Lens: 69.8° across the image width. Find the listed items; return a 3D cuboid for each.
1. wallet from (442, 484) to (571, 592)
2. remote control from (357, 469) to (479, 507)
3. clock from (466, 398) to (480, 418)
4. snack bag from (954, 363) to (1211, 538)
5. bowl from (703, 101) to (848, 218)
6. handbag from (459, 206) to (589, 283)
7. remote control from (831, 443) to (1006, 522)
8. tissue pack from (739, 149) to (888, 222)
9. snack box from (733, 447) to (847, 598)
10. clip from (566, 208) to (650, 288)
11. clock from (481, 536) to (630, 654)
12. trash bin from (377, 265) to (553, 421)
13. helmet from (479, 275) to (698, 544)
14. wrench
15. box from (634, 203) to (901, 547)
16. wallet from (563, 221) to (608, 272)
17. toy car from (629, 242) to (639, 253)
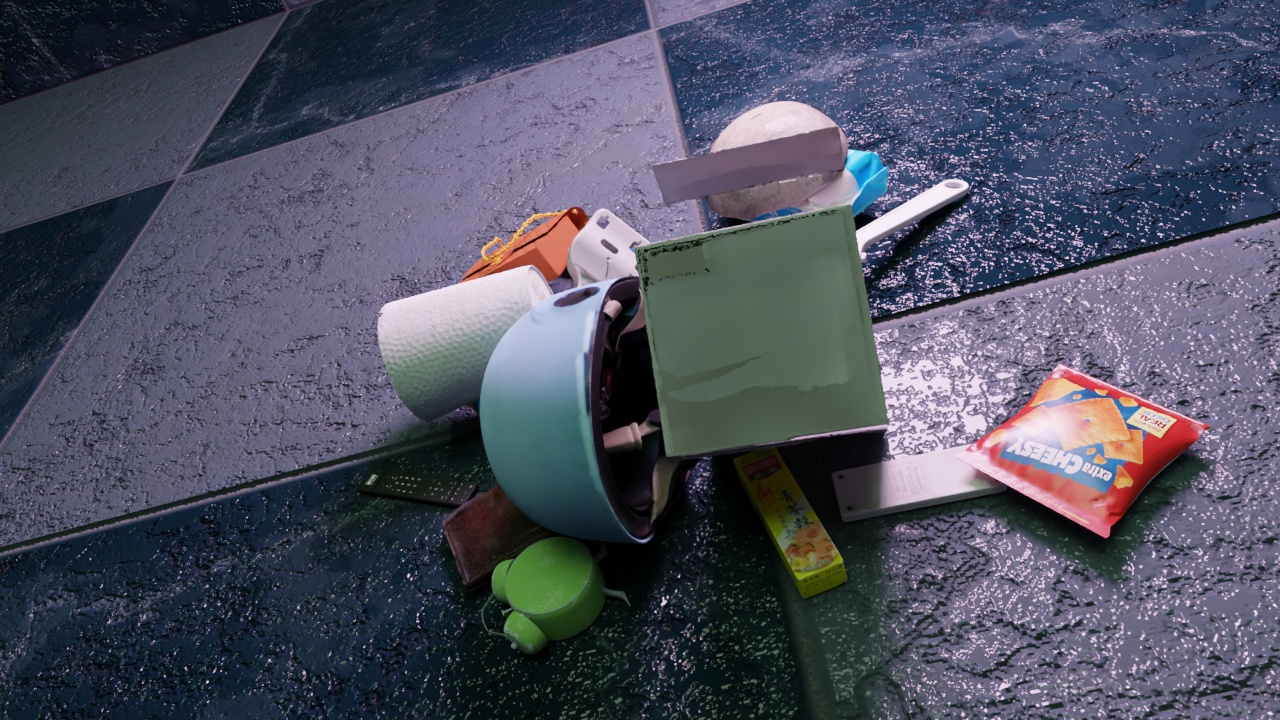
[{"bbox_3d":[-0.122,0.154,0.864,0.120,0.031,0.099,-30,37,-8],"label":"wallet"},{"bbox_3d":[-0.231,0.132,0.950,0.140,0.009,0.030,3,44,27],"label":"remote control"},{"bbox_3d":[-0.130,0.042,0.988,0.130,0.044,0.098,15,50,45],"label":"clock"},{"bbox_3d":[0.356,0.069,0.743,0.143,0.039,0.131,-35,41,-21],"label":"snack bag"},{"bbox_3d":[0.145,-0.248,1.067,0.179,0.081,0.178,-23,34,16],"label":"bowl"},{"bbox_3d":[-0.152,-0.129,1.135,0.172,0.060,0.108,-20,28,40],"label":"handbag"},{"bbox_3d":[0.234,0.103,0.779,0.136,0.011,0.050,-13,39,9],"label":"remote control"},{"bbox_3d":[0.189,-0.212,1.114,0.116,0.066,0.209,-40,36,-16],"label":"tissue pack"},{"bbox_3d":[0.124,0.132,0.778,0.040,0.029,0.148,-22,39,-3],"label":"snack box"},{"bbox_3d":[-0.036,-0.087,1.047,0.125,0.075,0.144,35,75,0],"label":"clip"},{"bbox_3d":[-0.079,0.196,0.782,0.119,0.042,0.094,-26,38,-6],"label":"clock"},{"bbox_3d":[-0.170,-0.024,0.963,0.161,0.133,0.133,-19,38,10],"label":"trash bin"},{"bbox_3d":[-0.049,0.050,0.792,0.167,0.225,0.265,-11,12,13],"label":"helmet"},{"bbox_3d":[0.276,-0.151,1.016,0.272,0.018,0.066,-29,39,-30],"label":"wrench"},{"bbox_3d":[0.127,0.045,0.795,0.167,0.380,0.171,-9,57,14],"label":"box"},{"bbox_3d":[-0.078,-0.153,1.205,0.115,0.026,0.089,15,49,36],"label":"wallet"},{"bbox_3d":[-0.042,-0.108,1.122,0.056,0.044,0.119,7,47,30],"label":"toy car"}]
